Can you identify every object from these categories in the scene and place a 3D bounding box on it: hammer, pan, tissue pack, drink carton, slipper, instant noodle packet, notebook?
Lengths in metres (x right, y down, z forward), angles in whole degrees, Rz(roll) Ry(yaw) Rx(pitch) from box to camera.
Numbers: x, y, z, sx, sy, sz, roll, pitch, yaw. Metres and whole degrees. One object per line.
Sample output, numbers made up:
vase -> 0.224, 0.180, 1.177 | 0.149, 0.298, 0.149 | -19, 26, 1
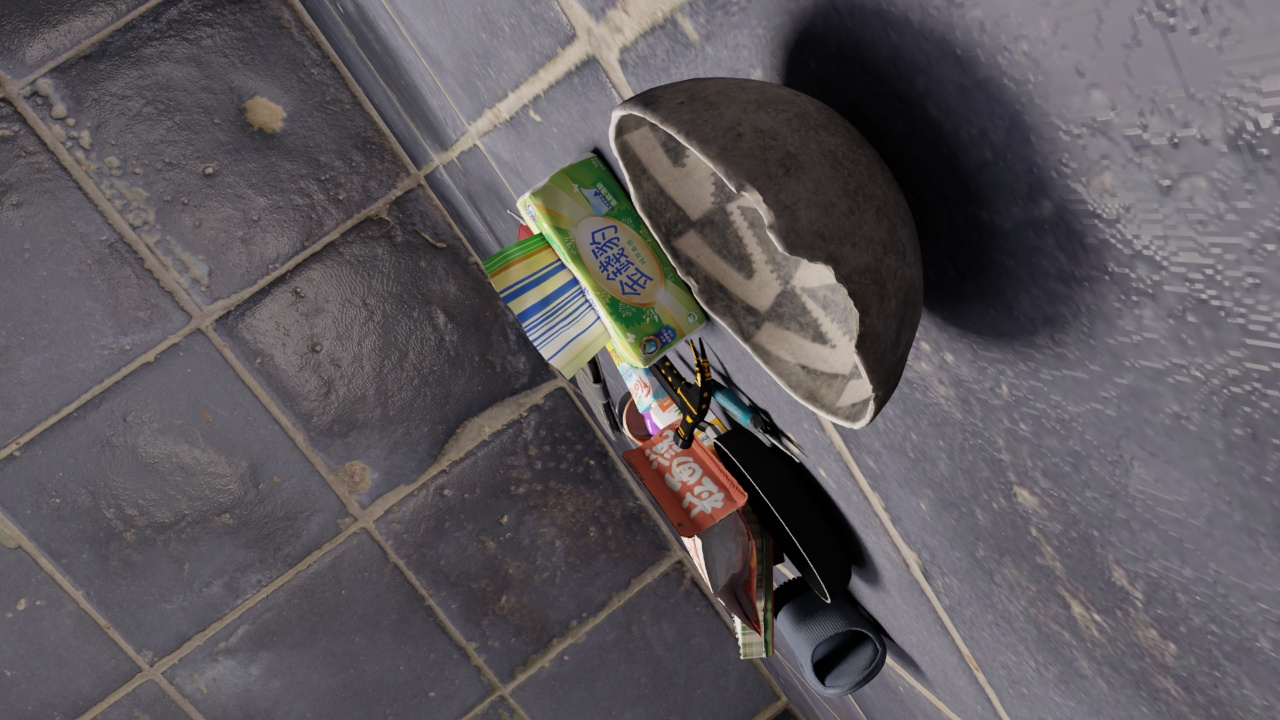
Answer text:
hammer -> -0.011, -0.048, 1.023 | 0.320, 0.036, 0.123 | 53, 143, 39
pan -> 0.108, 0.104, 0.996 | 0.355, 0.044, 0.204 | 53, 175, 29
tissue pack -> -0.055, -0.074, 0.854 | 0.197, 0.141, 0.120 | 55, 172, -5
drink carton -> 0.069, 0.090, 1.125 | 0.122, 0.058, 0.040 | 51, 172, 22
slipper -> 0.213, 0.307, 1.115 | 0.082, 0.101, 0.263 | 63, 176, -12
instant noodle packet -> 0.077, 0.200, 1.049 | 0.164, 0.084, 0.221 | 47, 165, 51
drink carton -> -0.007, 0.007, 1.183 | 0.044, 0.038, 0.129 | -47, 64, 43
notebook -> -0.081, 0.000, 1.308 | 0.169, 0.029, 0.209 | 55, 168, 50

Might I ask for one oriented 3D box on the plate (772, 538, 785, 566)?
plate -> 0.144, 0.244, 1.276 | 0.131, 0.025, 0.131 | 21, -177, -1

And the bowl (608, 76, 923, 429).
bowl -> 0.069, -0.060, 0.415 | 0.178, 0.081, 0.178 | 51, 172, 9

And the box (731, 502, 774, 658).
box -> 0.137, 0.263, 1.148 | 0.117, 0.050, 0.206 | -99, 2, -63

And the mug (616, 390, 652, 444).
mug -> 0.010, 0.080, 1.339 | 0.082, 0.082, 0.105 | 55, 173, -6

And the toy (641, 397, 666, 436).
toy -> 0.025, 0.053, 1.236 | 0.088, 0.055, 0.106 | 40, 130, 43

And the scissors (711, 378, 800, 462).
scissors -> 0.108, 0.058, 0.907 | 0.126, 0.019, 0.144 | 44, 178, 2

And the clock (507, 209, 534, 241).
clock -> -0.075, -0.115, 0.965 | 0.048, 0.096, 0.138 | 44, 165, 55
